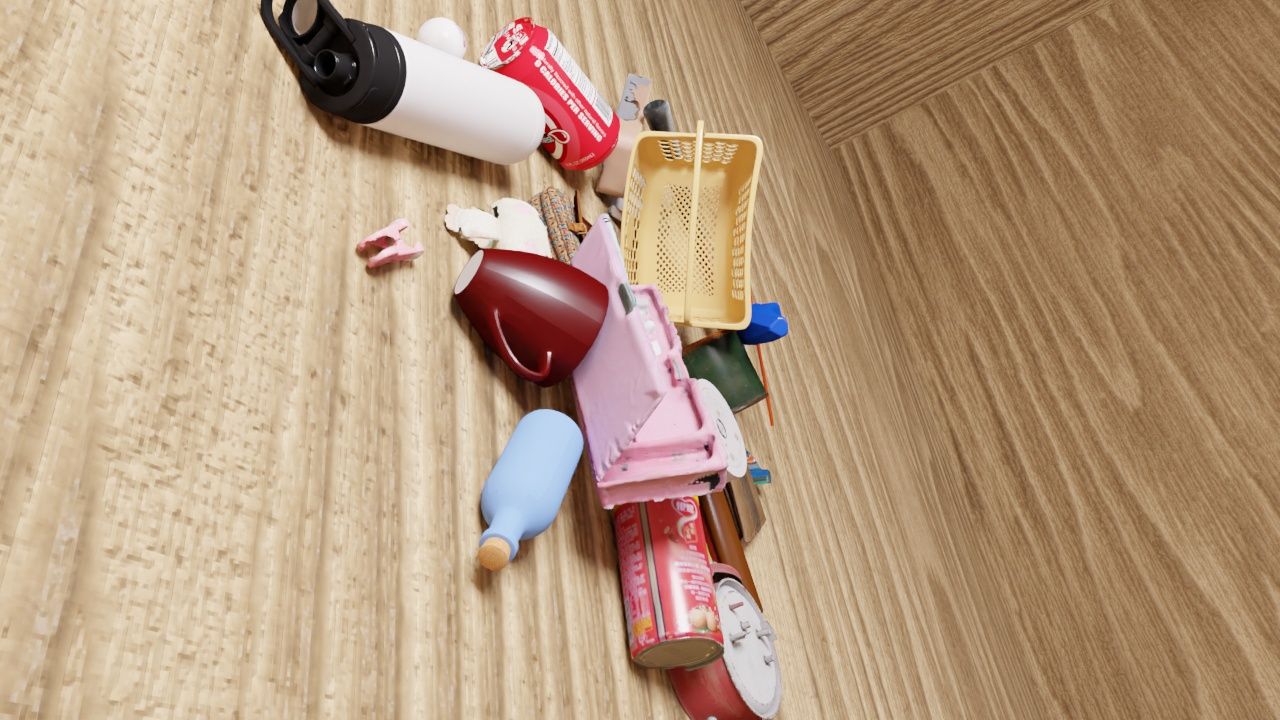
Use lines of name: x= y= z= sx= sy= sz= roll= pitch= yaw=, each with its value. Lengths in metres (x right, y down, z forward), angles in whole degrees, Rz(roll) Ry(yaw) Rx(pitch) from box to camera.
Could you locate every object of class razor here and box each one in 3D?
razor: x=0.107 y=0.077 z=1.037 sx=0.043 sy=0.018 sz=0.140 roll=2 pitch=60 yaw=-45

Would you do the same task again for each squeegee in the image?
squeegee: x=0.123 y=-0.038 z=0.962 sx=0.185 sy=0.055 sz=0.249 roll=-139 pitch=-142 yaw=-83

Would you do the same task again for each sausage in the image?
sausage: x=0.070 y=0.163 z=0.829 sx=0.040 sy=0.040 sz=0.155 roll=19 pitch=49 yaw=-61

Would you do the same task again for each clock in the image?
clock: x=0.066 y=0.212 z=0.731 sx=0.109 sy=0.062 sz=0.156 roll=25 pitch=44 yaw=-58

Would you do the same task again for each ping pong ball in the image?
ping pong ball: x=-0.162 y=-0.257 z=0.746 sx=0.040 sy=0.040 sz=0.040 roll=49 pitch=26 yaw=-35

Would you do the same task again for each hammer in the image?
hammer: x=0.066 y=-0.134 z=1.041 sx=0.140 sy=0.036 sz=0.326 roll=-91 pitch=162 yaw=-59

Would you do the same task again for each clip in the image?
clip: x=-0.159 y=-0.078 z=0.583 sx=0.044 sy=0.023 sz=0.060 roll=65 pitch=19 yaw=13

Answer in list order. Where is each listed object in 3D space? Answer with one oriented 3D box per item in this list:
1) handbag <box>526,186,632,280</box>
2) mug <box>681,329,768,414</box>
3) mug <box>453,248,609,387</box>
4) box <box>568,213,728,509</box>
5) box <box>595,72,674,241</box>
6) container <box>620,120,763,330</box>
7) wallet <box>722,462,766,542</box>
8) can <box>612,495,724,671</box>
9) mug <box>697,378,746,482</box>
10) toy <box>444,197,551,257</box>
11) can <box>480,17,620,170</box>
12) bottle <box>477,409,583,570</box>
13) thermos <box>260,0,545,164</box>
handbag: x=-0.039 y=-0.101 z=0.871 sx=0.195 sy=0.043 sz=0.093 roll=16 pitch=54 yaw=-67
mug: x=0.076 y=0.018 z=0.950 sx=0.081 sy=0.085 sz=0.111 roll=64 pitch=5 yaw=3
mug: x=-0.083 y=-0.031 z=0.633 sx=0.088 sy=0.087 sz=0.113 roll=32 pitch=33 yaw=-25
box: x=-0.008 y=-0.013 z=0.664 sx=0.232 sy=0.099 sz=0.107 roll=-106 pitch=-165 yaw=-51
box: x=0.008 y=-0.237 z=1.054 sx=0.216 sy=0.095 sz=0.115 roll=-82 pitch=-175 yaw=-54
container: x=0.046 y=-0.124 z=0.880 sx=0.167 sy=0.129 sz=0.183 roll=-32 pitch=126 yaw=-86
wallet: x=0.096 y=0.121 z=0.945 sx=0.121 sy=0.027 sz=0.098 roll=70 pitch=20 yaw=1
can: x=0.019 y=0.158 z=0.674 sx=0.066 sy=0.067 sz=0.124 roll=40 pitch=32 yaw=-47
mug: x=0.032 y=0.076 z=0.753 sx=0.119 sy=0.097 sz=0.083 roll=24 pitch=45 yaw=-59
toy: x=-0.098 y=-0.089 z=0.708 sx=0.112 sy=0.050 sz=0.087 roll=46 pitch=27 yaw=-52
can: x=-0.083 y=-0.250 z=0.874 sx=0.142 sy=0.075 sz=0.074 roll=45 pitch=29 yaw=-42
bottle: x=-0.072 y=0.082 z=0.571 sx=0.048 sy=0.048 sz=0.131 roll=57 pitch=22 yaw=-18
thermos: x=-0.159 y=-0.203 z=0.667 sx=0.101 sy=0.069 sz=0.229 roll=55 pitch=21 yaw=11
